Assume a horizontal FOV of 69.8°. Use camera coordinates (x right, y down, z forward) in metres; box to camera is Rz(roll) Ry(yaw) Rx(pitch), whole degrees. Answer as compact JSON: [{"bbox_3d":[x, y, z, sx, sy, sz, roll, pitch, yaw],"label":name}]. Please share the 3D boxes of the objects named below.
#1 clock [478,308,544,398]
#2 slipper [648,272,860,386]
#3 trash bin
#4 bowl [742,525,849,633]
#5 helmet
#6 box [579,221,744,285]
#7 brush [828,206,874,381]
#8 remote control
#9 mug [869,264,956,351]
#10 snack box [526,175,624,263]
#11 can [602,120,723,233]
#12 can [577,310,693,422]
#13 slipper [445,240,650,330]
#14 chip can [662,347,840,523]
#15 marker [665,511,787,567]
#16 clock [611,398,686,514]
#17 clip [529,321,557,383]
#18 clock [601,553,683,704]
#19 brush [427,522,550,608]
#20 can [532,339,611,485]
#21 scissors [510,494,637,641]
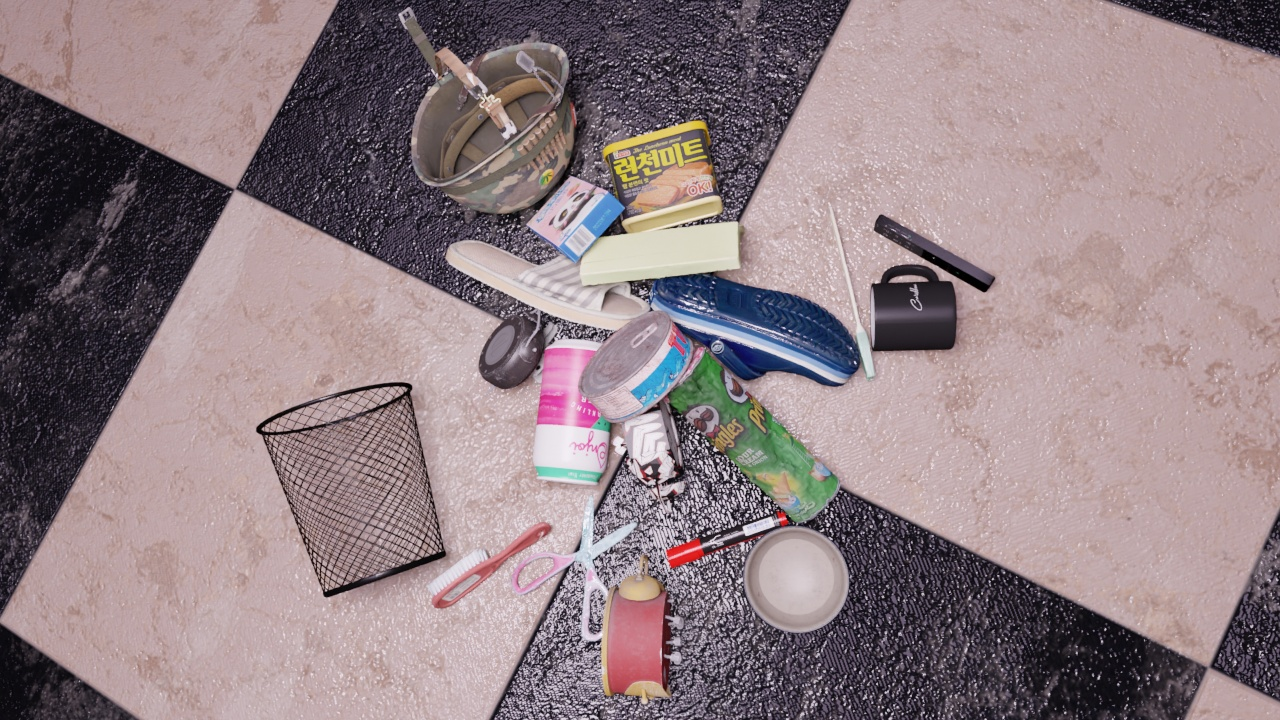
[{"bbox_3d":[-0.151,-0.011,1.116,0.123,0.043,0.091,-34,37,30],"label":"clock"},{"bbox_3d":[0.128,-0.031,1.073,0.253,0.104,0.095,21,122,2],"label":"slipper"},{"bbox_3d":[-0.331,0.155,1.087,0.184,0.184,0.210,-20,83,7],"label":"trash bin"},{"bbox_3d":[0.174,0.243,1.029,0.115,0.059,0.115,-2,80,10],"label":"bowl"},{"bbox_3d":[-0.178,-0.295,1.099,0.224,0.236,0.192,-52,52,9],"label":"helmet"},{"bbox_3d":[0.027,-0.137,1.087,0.188,0.140,0.048,-5,113,13],"label":"box"},{"bbox_3d":[0.248,-0.082,1.087,0.012,0.033,0.217,-12,77,7],"label":"brush"},{"bbox_3d":[0.342,-0.125,1.074,0.150,0.034,0.013,33,87,14],"label":"remote control"},{"bbox_3d":[0.311,-0.065,1.055,0.088,0.078,0.113,-1,54,10],"label":"mug"},{"bbox_3d":[-0.081,-0.174,1.113,0.088,0.154,0.033,-48,117,-1],"label":"snack box"},{"bbox_3d":[0.030,-0.222,1.132,0.131,0.072,0.101,-14,81,8],"label":"can"},{"bbox_3d":[-0.006,0.006,1.012,0.130,0.130,0.044,-42,112,1],"label":"can"},{"bbox_3d":[-0.115,-0.103,1.124,0.273,0.114,0.054,20,119,17],"label":"slipper"},{"bbox_3d":[0.122,0.086,1.022,0.223,0.075,0.075,43,90,-7],"label":"chip can"},{"bbox_3d":[0.101,0.208,1.068,0.145,0.023,0.021,-20,118,7],"label":"marker"},{"bbox_3d":[0.009,0.105,1.053,0.065,0.115,0.154,-15,61,8],"label":"clock"},{"bbox_3d":[-0.132,0.002,1.145,0.101,0.041,0.054,-46,63,1],"label":"clip"},{"bbox_3d":[0.007,0.297,1.026,0.081,0.117,0.158,0,74,7],"label":"clock"},{"bbox_3d":[-0.185,0.240,1.112,0.172,0.041,0.030,-36,59,2],"label":"brush"},{"bbox_3d":[-0.078,0.062,1.094,0.088,0.088,0.165,4,81,11],"label":"can"},{"bbox_3d":[-0.066,0.256,1.098,0.170,0.014,0.168,-32,75,1],"label":"scissors"}]
